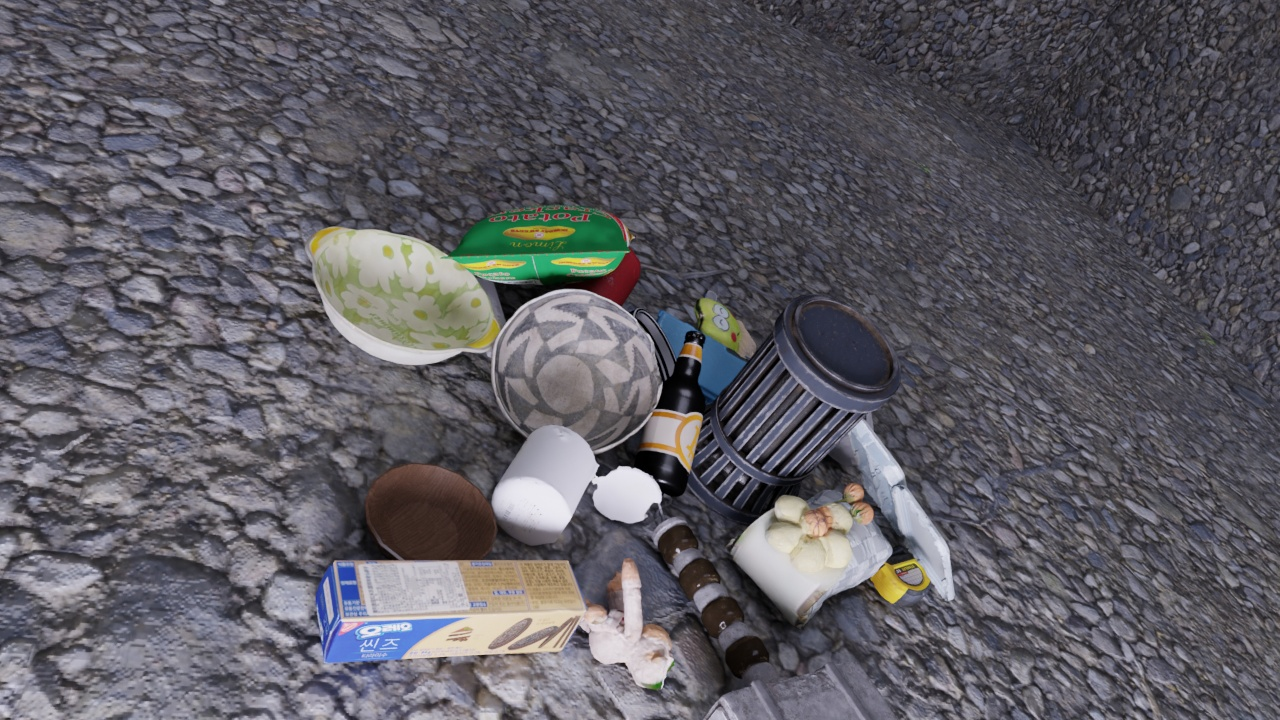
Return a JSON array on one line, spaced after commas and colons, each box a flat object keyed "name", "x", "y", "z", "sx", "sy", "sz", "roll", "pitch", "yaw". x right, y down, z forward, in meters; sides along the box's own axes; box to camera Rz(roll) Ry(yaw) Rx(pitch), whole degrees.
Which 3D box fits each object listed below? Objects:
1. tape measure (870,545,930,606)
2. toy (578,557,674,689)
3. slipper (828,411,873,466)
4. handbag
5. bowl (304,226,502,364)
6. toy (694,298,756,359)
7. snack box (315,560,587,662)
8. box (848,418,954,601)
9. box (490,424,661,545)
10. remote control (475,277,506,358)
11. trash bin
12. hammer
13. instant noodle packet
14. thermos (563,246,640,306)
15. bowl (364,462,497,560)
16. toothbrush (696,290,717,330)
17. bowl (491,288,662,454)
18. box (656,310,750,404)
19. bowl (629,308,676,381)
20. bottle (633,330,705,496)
[{"name": "tape measure", "x": 0.294, "y": 0.250, "z": 1.046, "sx": 0.065, "sy": 0.037, "sz": 0.064, "roll": -13, "pitch": 54, "yaw": -45}, {"name": "toy", "x": -0.006, "y": 0.233, "z": 0.791, "sx": 0.074, "sy": 0.085, "sz": 0.106, "roll": -28, "pitch": 74, "yaw": -29}, {"name": "slipper", "x": 0.270, "y": 0.046, "z": 1.254, "sx": 0.112, "sy": 0.075, "sz": 0.246, "roll": -3, "pitch": 36, "yaw": 2}, {"name": "handbag", "x": 0.191, "y": 0.188, "z": 0.963, "sx": 0.171, "sy": 0.124, "sz": 0.112, "roll": -16, "pitch": 50, "yaw": -41}, {"name": "bowl", "x": -0.255, "y": -0.056, "z": 0.967, "sx": 0.219, "sy": 0.060, "sz": 0.187, "roll": 30, "pitch": 34, "yaw": -2}, {"name": "toy", "x": 0.118, "y": -0.033, "z": 1.247, "sx": 0.115, "sy": 0.046, "sz": 0.092, "roll": 33, "pitch": 36, "yaw": -30}, {"name": "snack box", "x": -0.149, "y": 0.199, "z": 0.735, "sx": 0.206, "sy": 0.057, "sz": 0.056, "roll": 8, "pitch": 38, "yaw": -32}, {"name": "box", "x": 0.302, "y": 0.173, "z": 1.052, "sx": 0.188, "sy": 0.037, "sz": 0.209, "roll": 56, "pitch": 0, "yaw": 36}, {"name": "box", "x": -0.059, "y": 0.135, "z": 0.870, "sx": 0.150, "sy": 0.080, "sz": 0.106, "roll": 27, "pitch": 33, "yaw": -2}, {"name": "remote control", "x": -0.175, "y": -0.050, "z": 1.066, "sx": 0.033, "sy": 0.012, "sz": 0.130, "roll": 6, "pitch": 42, "yaw": -31}, {"name": "trash bin", "x": 0.160, "y": 0.051, "z": 0.996, "sx": 0.164, "sy": 0.228, "sz": 0.164, "roll": 17, "pitch": 45, "yaw": -18}, {"name": "hammer", "x": 0.081, "y": 0.247, "z": 0.852, "sx": 0.176, "sy": 0.080, "sz": 0.326, "roll": 2, "pitch": 39, "yaw": -37}, {"name": "instant noodle packet", "x": -0.106, "y": -0.134, "z": 1.063, "sx": 0.195, "sy": 0.090, "sz": 0.252, "roll": -2, "pitch": 12, "yaw": 2}, {"name": "thermos", "x": -0.064, "y": -0.071, "z": 1.128, "sx": 0.073, "sy": 0.073, "sz": 0.239, "roll": 32, "pitch": 34, "yaw": -2}, {"name": "bowl", "x": -0.185, "y": 0.143, "z": 0.798, "sx": 0.118, "sy": 0.030, "sz": 0.117, "roll": 21, "pitch": 35, "yaw": -16}, {"name": "toothbrush", "x": 0.090, "y": -0.051, "z": 1.282, "sx": 0.016, "sy": 0.014, "sz": 0.166, "roll": 28, "pitch": 35, "yaw": -7}, {"name": "bowl", "x": -0.074, "y": 0.020, "z": 0.978, "sx": 0.178, "sy": 0.081, "sz": 0.178, "roll": 4, "pitch": 72, "yaw": -13}, {"name": "box", "x": 0.104, "y": 0.031, "z": 1.176, "sx": 0.231, "sy": 0.053, "sz": 0.093, "roll": 30, "pitch": 50, "yaw": -4}, {"name": "bowl", "x": -0.006, "y": 0.006, "z": 1.073, "sx": 0.120, "sy": 0.066, "sz": 0.120, "roll": 54, "pitch": 22, "yaw": -34}, {"name": "bottle", "x": 0.040, "y": 0.052, "z": 0.992, "sx": 0.059, "sy": 0.059, "sz": 0.181, "roll": 22, "pitch": 68, "yaw": -16}]
